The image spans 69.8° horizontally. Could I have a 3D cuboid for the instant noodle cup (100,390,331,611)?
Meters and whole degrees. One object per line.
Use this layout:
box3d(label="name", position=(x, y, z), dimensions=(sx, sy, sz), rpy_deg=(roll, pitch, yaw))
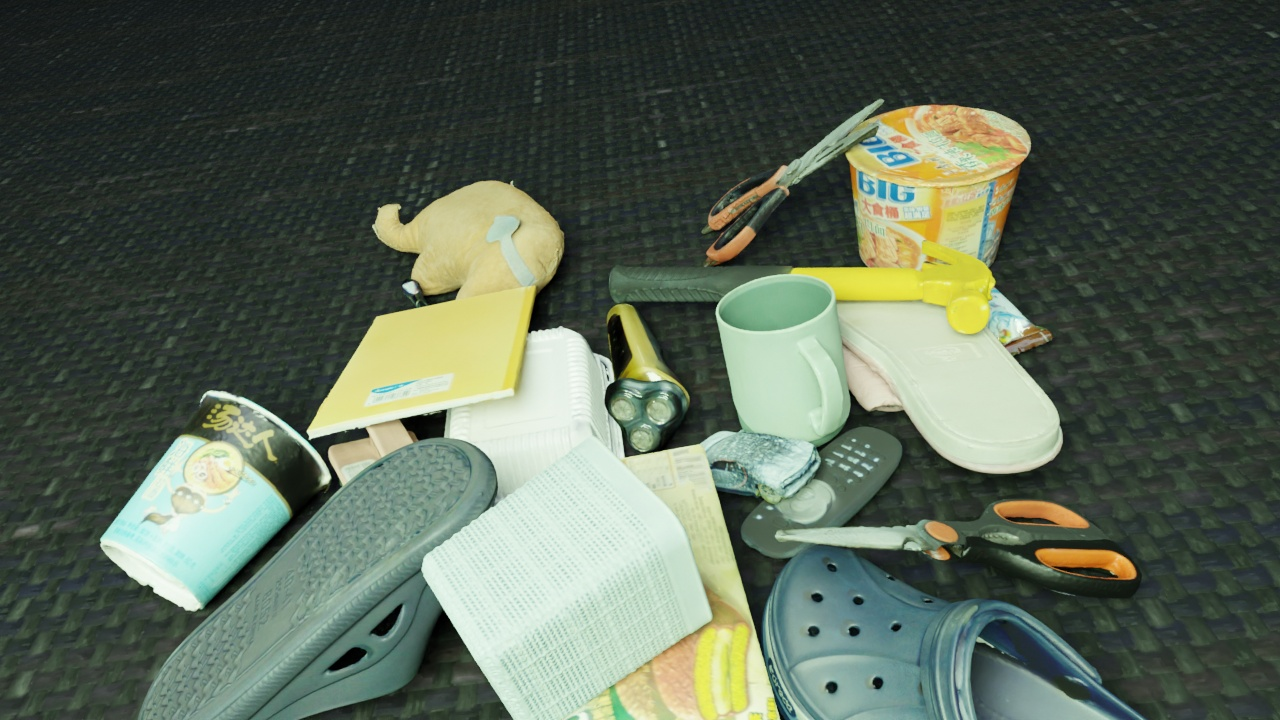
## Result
box3d(label="instant noodle cup", position=(-0.294, 0.101, 0.629), dimensions=(0.111, 0.111, 0.120), rpy_deg=(12, 51, 24))

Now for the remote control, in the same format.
box3d(label="remote control", position=(0.123, 0.091, 0.613), dimensions=(0.136, 0.024, 0.053), rpy_deg=(-34, 41, -27))

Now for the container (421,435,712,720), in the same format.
box3d(label="container", position=(-0.038, 0.115, 0.465), dimensions=(0.111, 0.090, 0.090), rpy_deg=(-33, 42, -18))

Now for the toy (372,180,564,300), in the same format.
box3d(label="toy", position=(-0.165, -0.116, 0.882), dimensions=(0.143, 0.082, 0.226), rpy_deg=(-44, 48, -17))

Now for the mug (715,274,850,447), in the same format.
box3d(label="mug", position=(0.108, 0.010, 0.639), dimensions=(0.082, 0.106, 0.111), rpy_deg=(-21, 29, -12))

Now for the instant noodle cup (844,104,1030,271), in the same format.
box3d(label="instant noodle cup", position=(0.256, -0.143, 0.807), dimensions=(0.151, 0.112, 0.151), rpy_deg=(-6, 38, 4))

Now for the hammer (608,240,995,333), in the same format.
box3d(label="hammer", position=(0.121, -0.061, 0.732), dimensions=(0.301, 0.033, 0.128), rpy_deg=(2, 24, 18))

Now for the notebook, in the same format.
box3d(label="notebook", position=(-0.157, -0.007, 0.705), dimensions=(0.146, 0.010, 0.206), rpy_deg=(-12, 24, 3))

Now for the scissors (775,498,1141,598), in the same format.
box3d(label="scissors", position=(0.176, 0.099, 0.536), dimensions=(0.235, 0.022, 0.124), rpy_deg=(14, 24, -1))

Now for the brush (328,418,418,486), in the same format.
box3d(label="brush", position=(-0.161, 0.094, 0.621), dimensions=(0.063, 0.073, 0.145), rpy_deg=(-9, 35, -30))

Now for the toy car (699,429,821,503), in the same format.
box3d(label="toy car", position=(0.072, 0.069, 0.627), dimensions=(0.106, 0.031, 0.048), rpy_deg=(1, 32, 46))

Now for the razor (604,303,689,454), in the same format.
box3d(label="razor", position=(-0.004, 0.004, 0.725), dimensions=(0.067, 0.062, 0.167), rpy_deg=(18, 27, -21))

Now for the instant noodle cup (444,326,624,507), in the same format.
box3d(label="instant noodle cup", position=(-0.086, 0.039, 0.693), dimensions=(0.138, 0.060, 0.173), rpy_deg=(-9, 37, 0))

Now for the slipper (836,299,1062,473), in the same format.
box3d(label="slipper", position=(0.209, 0.008, 0.672), dimensions=(0.114, 0.054, 0.274), rpy_deg=(-10, 28, -7))

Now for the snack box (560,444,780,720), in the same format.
box3d(label="snack box", position=(0.006, 0.156, 0.525), dimensions=(0.114, 0.063, 0.239), rpy_deg=(-11, 39, -2))

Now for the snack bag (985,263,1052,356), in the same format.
box3d(label="snack bag", position=(0.285, -0.040, 0.744), dimensions=(0.048, 0.026, 0.104), rpy_deg=(-21, 38, 4))

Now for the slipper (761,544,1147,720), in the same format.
box3d(label="slipper", position=(0.164, 0.172, 0.452), dimensions=(0.253, 0.095, 0.104), rpy_deg=(28, 49, 33))

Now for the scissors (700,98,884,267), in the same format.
box3d(label="scissors", position=(0.125, -0.154, 0.826), dimensions=(0.214, 0.015, 0.197), rpy_deg=(-53, 21, 1))

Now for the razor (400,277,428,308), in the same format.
box3d(label="razor", position=(-0.185, -0.036, 0.815), dimensions=(0.042, 0.022, 0.142), rpy_deg=(-38, 50, -4))

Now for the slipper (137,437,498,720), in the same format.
box3d(label="slipper", position=(-0.175, 0.149, 0.535), dimensions=(0.268, 0.083, 0.110), rpy_deg=(-39, 32, 8))
